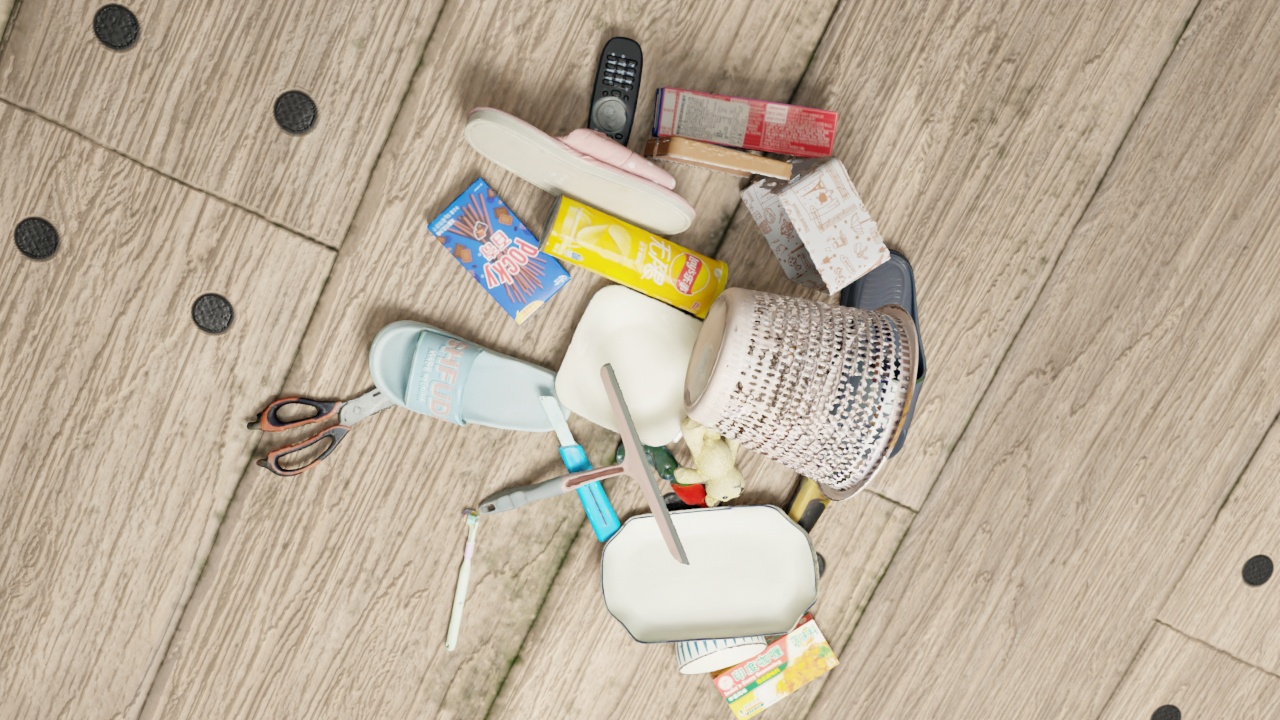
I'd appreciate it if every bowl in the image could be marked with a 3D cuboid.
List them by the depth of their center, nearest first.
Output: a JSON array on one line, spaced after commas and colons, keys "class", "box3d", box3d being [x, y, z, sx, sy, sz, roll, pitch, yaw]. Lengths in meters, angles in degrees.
[{"class": "bowl", "box3d": [0.096, 0.349, 1.166, 0.116, 0.117, 0.066, -15, 60, -3]}]

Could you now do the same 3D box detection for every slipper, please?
[{"class": "slipper", "box3d": [-0.062, -0.217, 1.021, 0.274, 0.114, 0.054, 22, 71, -13]}, {"class": "slipper", "box3d": [-0.196, 0.031, 1.069, 0.245, 0.074, 0.104, 16, 100, -15]}, {"class": "slipper", "box3d": [0.291, -0.001, 1.118, 0.110, 0.083, 0.268, 0, 101, -5]}]

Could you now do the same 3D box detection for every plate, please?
[{"class": "plate", "box3d": [-0.006, 0.006, 1.095, 0.164, 0.034, 0.163, 25, 88, 0]}, {"class": "plate", "box3d": [0.084, 0.264, 1.128, 0.266, 0.034, 0.161, -6, 64, 2]}]

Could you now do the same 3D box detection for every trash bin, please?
[{"class": "trash bin", "box3d": [0.159, 0.019, 0.999, 0.192, 0.227, 0.227, 18, 99, -9]}]

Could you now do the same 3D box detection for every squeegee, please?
[{"class": "squeegee", "box3d": [-0.088, 0.147, 1.095, 0.250, 0.040, 0.247, -18, 97, 25]}]

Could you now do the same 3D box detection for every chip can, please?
[{"class": "chip can", "box3d": [-0.008, -0.118, 1.057, 0.213, 0.072, 0.072, 21, 99, -13]}]

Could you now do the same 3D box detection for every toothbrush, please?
[{"class": "toothbrush", "box3d": [-0.225, 0.278, 1.151, 0.020, 0.029, 0.190, -2, 108, -48]}]

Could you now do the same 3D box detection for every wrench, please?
[{"class": "wrench", "box3d": [0.080, 0.188, 1.167, 0.273, 0.016, 0.056, 41, 98, -12]}]

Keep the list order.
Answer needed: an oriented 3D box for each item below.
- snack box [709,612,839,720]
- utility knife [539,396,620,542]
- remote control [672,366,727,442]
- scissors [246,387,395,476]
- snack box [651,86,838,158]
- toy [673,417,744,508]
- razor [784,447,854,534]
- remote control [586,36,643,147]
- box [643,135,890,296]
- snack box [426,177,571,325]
[{"class": "snack box", "box3d": [0.178, 0.407, 1.219, 0.156, 0.027, 0.077, -32, 102, 1]}, {"class": "utility knife", "box3d": [-0.075, 0.131, 1.117, 0.034, 0.018, 0.216, -24, 114, -2]}, {"class": "remote control", "box3d": [0.074, 0.040, 1.114, 0.019, 0.056, 0.135, 39, 96, -12]}, {"class": "scissors", "box3d": [-0.359, 0.055, 1.089, 0.196, 0.015, 0.205, 24, 92, -8]}, {"class": "snack box", "box3d": [0.117, -0.272, 1.052, 0.207, 0.057, 0.058, 6, 103, -8]}, {"class": "toy", "box3d": [0.089, 0.112, 1.106, 0.105, 0.066, 0.157, -43, 136, -22]}, {"class": "razor", "box3d": [0.213, 0.186, 1.160, 0.062, 0.067, 0.168, 19, 106, -27]}, {"class": "remote control", "box3d": [-0.030, -0.298, 1.047, 0.053, 0.024, 0.136, 10, 102, -10]}, {"class": "box", "box3d": [0.139, -0.185, 1.011, 0.273, 0.179, 0.125, 33, 95, -13]}, {"class": "snack box", "box3d": [-0.163, -0.126, 1.067, 0.084, 0.026, 0.157, -42, 103, 3]}]
